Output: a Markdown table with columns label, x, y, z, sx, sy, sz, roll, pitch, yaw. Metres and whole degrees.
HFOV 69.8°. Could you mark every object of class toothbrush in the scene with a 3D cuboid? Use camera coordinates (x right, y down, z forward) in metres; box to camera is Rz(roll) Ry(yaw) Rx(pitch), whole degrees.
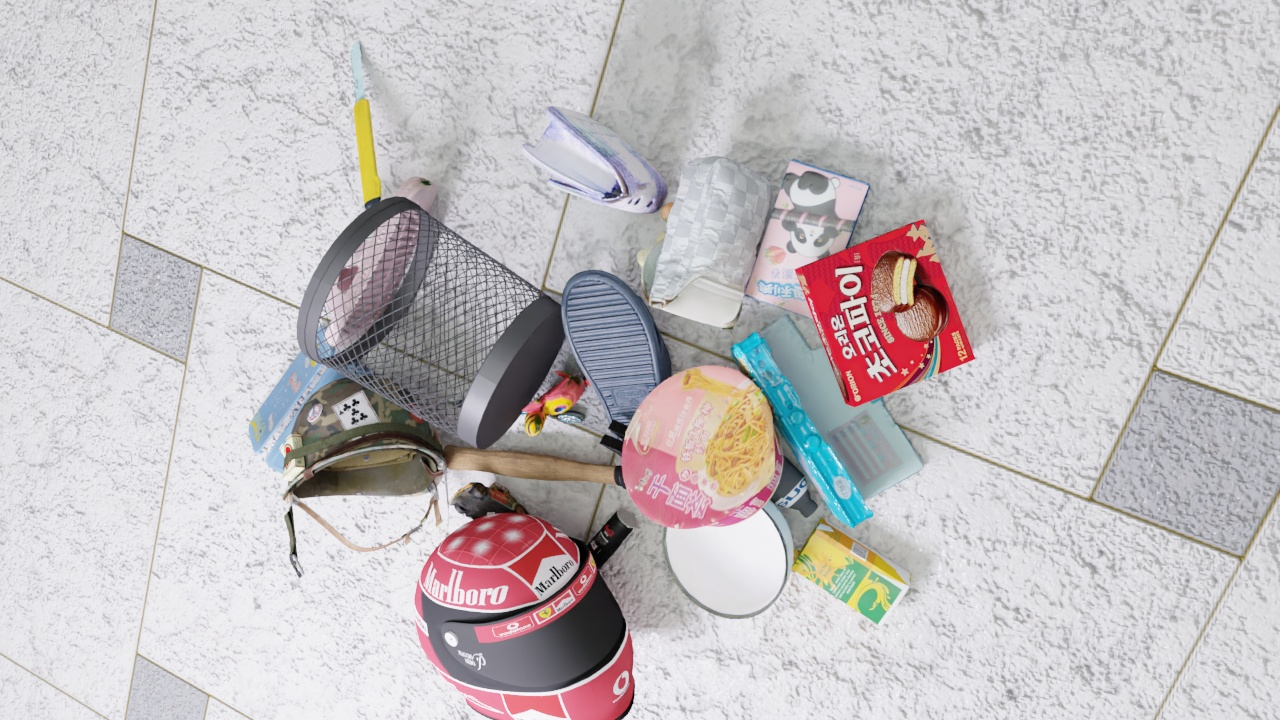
| label | x | y | z | sx | sy | sz | roll | pitch | yaw |
| --- | --- | --- | --- | --- | --- | --- | --- | --- | --- |
| toothbrush | -0.159 | 0.062 | 1.148 | 0.189 | 0.017 | 0.016 | 6 | 102 | 18 |

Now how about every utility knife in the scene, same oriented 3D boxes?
| label | x | y | z | sx | sy | sz | roll | pitch | yaw |
| --- | --- | --- | --- | --- | --- | --- | --- | --- | --- |
| utility knife | -0.336 | -0.287 | 1.114 | 0.031 | 0.019 | 0.227 | -18 | 76 | 26 |

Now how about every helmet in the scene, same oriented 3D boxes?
| label | x | y | z | sx | sy | sz | roll | pitch | yaw |
| --- | --- | --- | --- | --- | --- | --- | --- | --- | --- |
| helmet | -0.338 | 0.134 | 1.122 | 0.225 | 0.192 | 0.236 | -13 | 77 | 53 |
| helmet | -0.144 | 0.293 | 1.078 | 0.271 | 0.197 | 0.225 | 3 | 115 | 36 |

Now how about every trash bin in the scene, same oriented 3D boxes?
| label | x | y | z | sx | sy | sz | roll | pitch | yaw |
| --- | --- | --- | --- | --- | --- | --- | --- | --- | --- |
| trash bin | -0.228 | -0.036 | 1.055 | 0.227 | 0.217 | 0.218 | 31 | 108 | 8 |

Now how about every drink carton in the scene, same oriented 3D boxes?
| label | x | y | z | sx | sy | sz | roll | pitch | yaw |
| --- | --- | --- | --- | --- | --- | --- | --- | --- | --- |
| drink carton | 0.233 | 0.234 | 1.027 | 0.122 | 0.041 | 0.058 | 32 | 108 | 11 |

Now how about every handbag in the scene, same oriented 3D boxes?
| label | x | y | z | sx | sy | sz | roll | pitch | yaw |
| --- | --- | --- | --- | --- | --- | --- | --- | --- | --- |
| handbag | 0.065 | -0.130 | 0.986 | 0.123 | 0.112 | 0.171 | 22 | 96 | 50 |
| handbag | -0.044 | -0.203 | 0.984 | 0.126 | 0.158 | 0.069 | 41 | 107 | 8 |

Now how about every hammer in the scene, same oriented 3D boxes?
| label | x | y | z | sx | sy | sz | roll | pitch | yaw |
| --- | --- | --- | --- | --- | --- | --- | --- | --- | --- |
| hammer | -0.112 | 0.127 | 1.115 | 0.306 | 0.040 | 0.132 | 3 | 130 | 26 |

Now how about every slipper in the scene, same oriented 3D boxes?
| label | x | y | z | sx | sy | sz | roll | pitch | yaw |
| --- | --- | --- | --- | --- | --- | --- | --- | --- | --- |
| slipper | -0.334 | -0.128 | 1.137 | 0.064 | 0.094 | 0.239 | 33 | 103 | 7 |
| slipper | -0.006 | 0.006 | 1.057 | 0.101 | 0.082 | 0.264 | -8 | 116 | 24 |

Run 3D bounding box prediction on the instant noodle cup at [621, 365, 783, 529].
| label | x | y | z | sx | sy | sz | roll | pitch | yaw |
| --- | --- | --- | --- | --- | --- | --- | --- | --- | --- |
| instant noodle cup | 0.075 | 0.102 | 0.977 | 0.179 | 0.077 | 0.178 | -16 | 59 | 27 |

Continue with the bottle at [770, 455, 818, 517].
| label | x | y | z | sx | sy | sz | roll | pitch | yaw |
| --- | --- | --- | --- | --- | --- | --- | --- | --- | --- |
| bottle | 0.154 | 0.131 | 1.033 | 0.112 | 0.046 | 0.047 | 45 | 110 | 7 |

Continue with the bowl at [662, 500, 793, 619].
| label | x | y | z | sx | sy | sz | roll | pitch | yaw |
| --- | --- | --- | --- | --- | --- | --- | --- | --- | --- |
| bowl | 0.107 | 0.208 | 1.042 | 0.154 | 0.072 | 0.153 | 6 | 101 | 30 |

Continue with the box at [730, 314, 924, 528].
| label | x | y | z | sx | sy | sz | roll | pitch | yaw |
| --- | --- | --- | --- | --- | --- | --- | --- | --- | --- |
| box | 0.205 | 0.051 | 0.988 | 0.117 | 0.097 | 0.227 | -32 | 87 | 0 |

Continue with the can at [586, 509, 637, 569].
| label | x | y | z | sx | sy | sz | roll | pitch | yaw |
| --- | --- | --- | --- | --- | --- | --- | --- | --- | --- |
| can | -0.039 | 0.220 | 1.126 | 0.031 | 0.031 | 0.081 | 42 | 110 | 8 |

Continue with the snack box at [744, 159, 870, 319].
| label | x | y | z | sx | sy | sz | roll | pitch | yaw |
| --- | --- | --- | --- | --- | --- | --- | --- | --- | --- |
| snack box | 0.178 | -0.128 | 0.984 | 0.088 | 0.033 | 0.154 | 22 | 106 | 14 |

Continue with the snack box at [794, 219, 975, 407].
| label | x | y | z | sx | sy | sz | roll | pitch | yaw |
| --- | --- | --- | --- | --- | --- | --- | --- | --- | --- |
| snack box | 0.250 | -0.048 | 0.944 | 0.132 | 0.036 | 0.152 | -22 | 94 | -1 |

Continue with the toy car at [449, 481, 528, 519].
| label | x | y | z | sx | sy | sz | roll | pitch | yaw |
| --- | --- | --- | --- | --- | --- | --- | --- | --- | --- |
| toy car | -0.188 | 0.180 | 1.159 | 0.047 | 0.047 | 0.112 | -41 | 124 | 19 |

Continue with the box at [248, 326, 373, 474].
| label | x | y | z | sx | sy | sz | roll | pitch | yaw |
| --- | --- | --- | --- | --- | --- | --- | --- | --- | --- |
| box | -0.454 | 0.061 | 1.238 | 0.122 | 0.047 | 0.210 | 44 | 109 | 6 |

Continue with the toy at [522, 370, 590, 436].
| label | x | y | z | sx | sy | sz | roll | pitch | yaw |
| --- | --- | --- | --- | --- | --- | --- | --- | --- | --- |
| toy | -0.102 | 0.047 | 1.090 | 0.103 | 0.084 | 0.046 | -44 | 106 | -6 |
